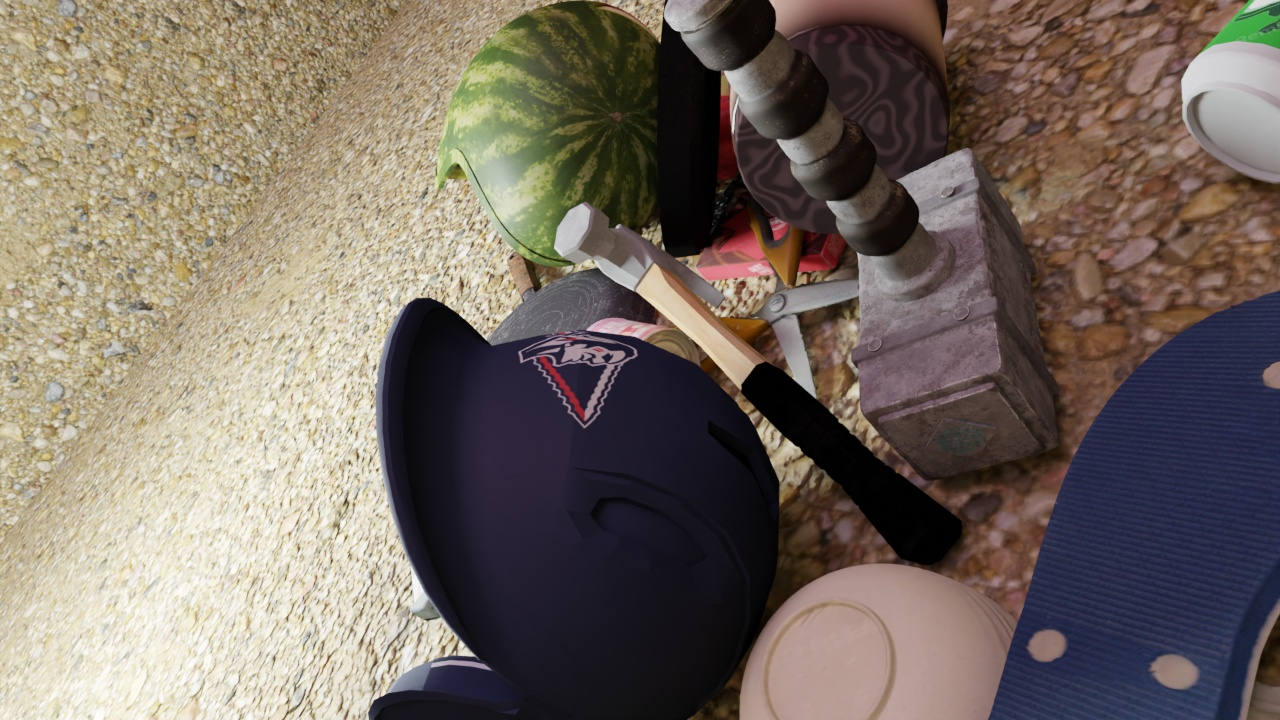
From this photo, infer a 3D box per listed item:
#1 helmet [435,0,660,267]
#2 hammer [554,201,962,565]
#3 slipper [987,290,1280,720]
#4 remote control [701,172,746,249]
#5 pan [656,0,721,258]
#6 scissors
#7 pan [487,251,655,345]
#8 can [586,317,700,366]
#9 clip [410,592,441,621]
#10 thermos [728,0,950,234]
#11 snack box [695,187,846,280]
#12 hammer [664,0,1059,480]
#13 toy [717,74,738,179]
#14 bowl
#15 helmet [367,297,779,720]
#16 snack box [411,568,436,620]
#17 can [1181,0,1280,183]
[{"bbox_3d":[-0.068,-0.215,0.868,0.243,0.213,0.247,-63,26,4],"label":"helmet"},{"bbox_3d":[0.067,0.005,0.576,0.039,0.131,0.328,-54,46,12],"label":"hammer"},{"bbox_3d":[0.221,0.092,0.369,0.118,0.060,0.294,5,55,55],"label":"slipper"},{"bbox_3d":[0.092,-0.157,0.820,0.140,0.009,0.030,-50,33,-3],"label":"remote control"},{"bbox_3d":[0.049,-0.241,0.769,0.034,0.226,0.355,3,47,8],"label":"pan"},{"bbox_3d":[0.092,-0.054,0.680,0.226,0.016,0.229,-16,58,44],"label":"scissors"},{"bbox_3d":[-0.101,-0.048,0.896,0.208,0.040,0.356,-38,32,3],"label":"pan"},{"bbox_3d":[-0.004,0.004,0.691,0.076,0.067,0.067,13,66,52],"label":"can"},{"bbox_3d":[-0.115,0.191,0.680,0.166,0.032,0.164,-12,49,33],"label":"clip"},{"bbox_3d":[0.136,-0.203,0.645,0.173,0.172,0.225,-28,30,29],"label":"thermos"},{"bbox_3d":[0.112,-0.108,0.734,0.133,0.021,0.089,0,56,49],"label":"snack box"},{"bbox_3d":[0.100,-0.092,0.451,0.080,0.326,0.176,-23,41,34],"label":"hammer"},{"bbox_3d":[0.077,-0.221,0.870,0.092,0.045,0.135,-9,56,46],"label":"toy"},{"bbox_3d":[0.103,0.157,0.425,0.151,0.075,0.150,-31,37,27],"label":"bowl"},{"bbox_3d":[-0.042,0.079,0.498,0.223,0.272,0.231,-30,25,14],"label":"helmet"},{"bbox_3d":[-0.131,0.139,0.763,0.150,0.026,0.082,-42,33,10],"label":"snack box"},{"bbox_3d":[0.348,-0.163,0.454,0.140,0.088,0.088,-47,33,2],"label":"can"}]
